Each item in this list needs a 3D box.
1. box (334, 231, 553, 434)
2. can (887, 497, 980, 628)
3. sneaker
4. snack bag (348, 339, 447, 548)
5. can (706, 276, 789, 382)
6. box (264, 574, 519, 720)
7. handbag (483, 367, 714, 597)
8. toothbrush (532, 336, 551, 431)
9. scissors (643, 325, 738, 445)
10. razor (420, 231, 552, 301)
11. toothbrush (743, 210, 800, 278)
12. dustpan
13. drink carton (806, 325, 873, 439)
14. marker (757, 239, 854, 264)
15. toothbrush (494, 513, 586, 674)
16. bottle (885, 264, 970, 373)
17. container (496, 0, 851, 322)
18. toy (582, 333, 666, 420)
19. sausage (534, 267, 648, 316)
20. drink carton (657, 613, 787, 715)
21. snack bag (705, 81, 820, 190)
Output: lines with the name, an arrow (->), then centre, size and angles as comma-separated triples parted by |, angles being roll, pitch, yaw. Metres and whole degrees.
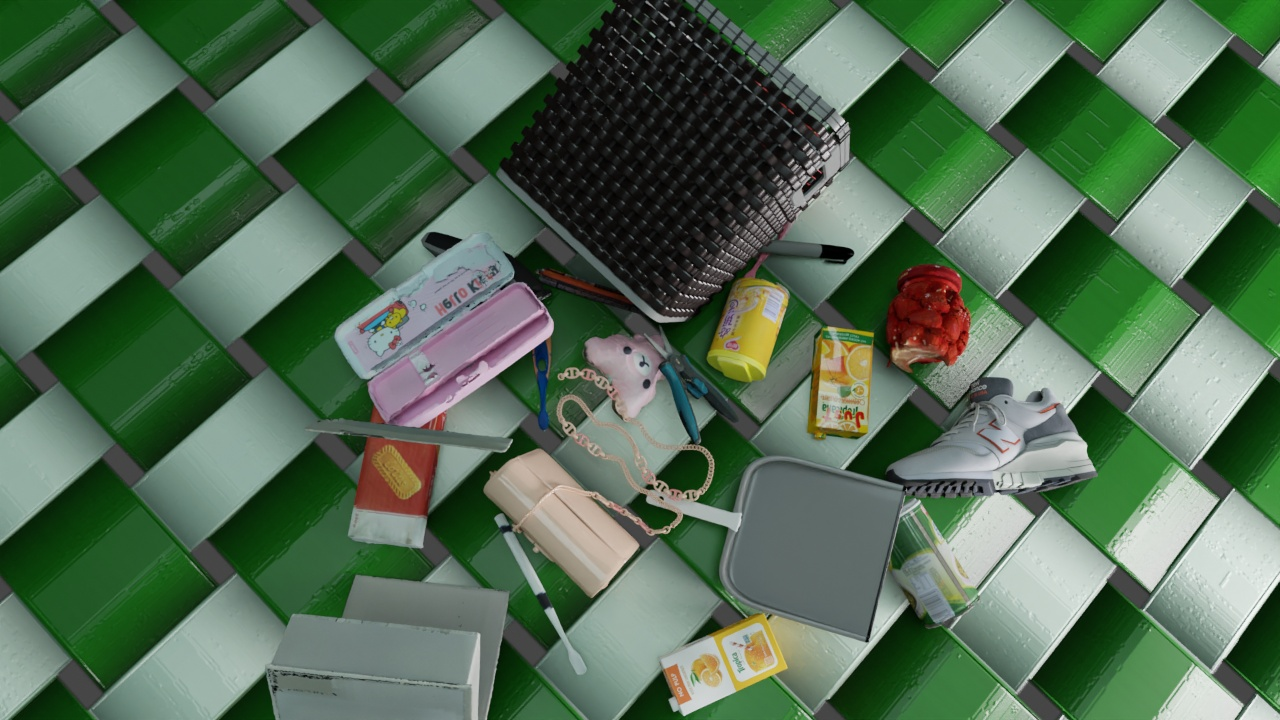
box -> -0.207, -0.030, 0.969 | 0.201, 0.041, 0.153 | -35, 63, -7
can -> 0.296, 0.212, 0.969 | 0.067, 0.067, 0.121 | -29, 80, -11
sneaker -> 0.375, 0.081, 1.006 | 0.239, 0.089, 0.124 | 1, 71, -13
snack bag -> -0.251, 0.084, 0.979 | 0.077, 0.041, 0.225 | 7, 76, 0
can -> 0.120, -0.035, 1.021 | 0.067, 0.068, 0.105 | 20, 75, 1
box -> -0.225, 0.306, 0.930 | 0.167, 0.446, 0.164 | 7, 86, -2
handbag -> -0.052, 0.113, 0.924 | 0.199, 0.116, 0.187 | 43, 94, 8
toothbrush -> -0.109, 0.013, 1.021 | 0.021, 0.017, 0.135 | -1, 73, -8
scissors -> 0.049, 0.033, 0.991 | 0.148, 0.019, 0.117 | 43, 35, -13
razor -> -0.176, -0.105, 1.029 | 0.156, 0.057, 0.060 | 36, 108, 5
toothbrush -> 0.153, -0.138, 1.078 | 0.021, 0.016, 0.134 | 32, 73, 4
dustpan -> 0.130, 0.177, 0.965 | 0.258, 0.033, 0.163 | 14, 85, 19
drink carton -> 0.223, 0.028, 1.025 | 0.058, 0.041, 0.122 | 8, 76, -2
marker -> 0.185, -0.127, 1.067 | 0.138, 0.016, 0.022 | 2, 93, -13
toothbrush -> -0.105, 0.243, 0.961 | 0.012, 0.017, 0.186 | -28, 77, -14
bottle -> 0.319, -0.040, 1.027 | 0.099, 0.099, 0.111 | 11, 63, -1
container -> 0.037, -0.203, 0.939 | 0.245, 0.247, 0.244 | 43, 101, 7
toy -> -0.006, 0.006, 1.011 | 0.095, 0.053, 0.099 | -28, 89, -24
sausage -> -0.047, -0.077, 1.045 | 0.155, 0.020, 0.020 | 17, 75, 1
drink carton -> 0.080, 0.312, 0.941 | 0.122, 0.040, 0.058 | -21, 78, -9
snack bag -> 0.149, -0.275, 1.080 | 0.176, 0.082, 0.082 | 41, 76, 7
